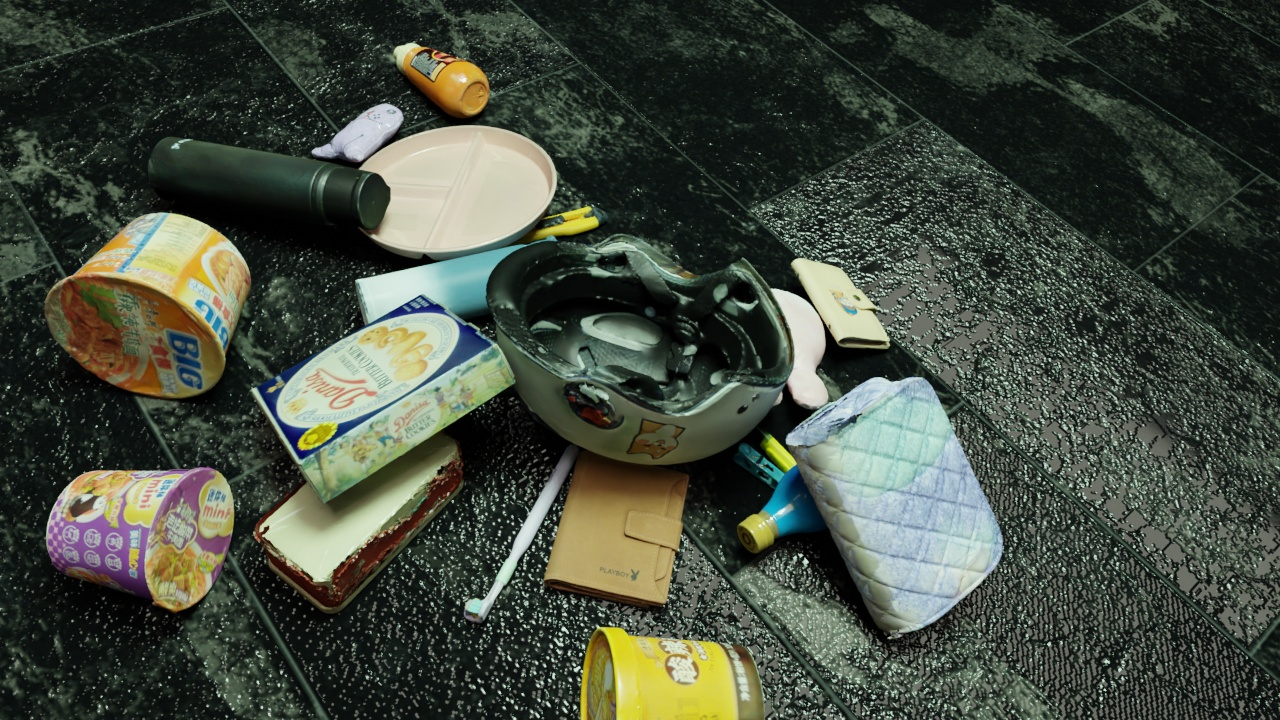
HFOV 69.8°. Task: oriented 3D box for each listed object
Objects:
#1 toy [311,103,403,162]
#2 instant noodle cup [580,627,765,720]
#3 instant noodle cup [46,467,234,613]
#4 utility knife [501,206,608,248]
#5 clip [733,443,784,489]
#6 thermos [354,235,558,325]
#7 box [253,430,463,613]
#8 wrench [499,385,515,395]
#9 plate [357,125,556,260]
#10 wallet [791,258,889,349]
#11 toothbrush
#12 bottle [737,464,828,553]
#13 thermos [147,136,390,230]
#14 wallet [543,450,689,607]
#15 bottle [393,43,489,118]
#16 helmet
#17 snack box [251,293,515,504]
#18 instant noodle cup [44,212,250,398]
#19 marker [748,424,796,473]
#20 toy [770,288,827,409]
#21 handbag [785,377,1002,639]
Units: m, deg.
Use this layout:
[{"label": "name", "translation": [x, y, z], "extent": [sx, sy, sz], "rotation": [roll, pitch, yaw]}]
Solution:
[{"label": "toy", "translation": [-0.323, -0.264, 1.072], "extent": [0.084, 0.039, 0.107], "rotation": [11, 51, 29]}, {"label": "instant noodle cup", "translation": [0.023, 0.260, 0.682], "extent": [0.114, 0.119, 0.118], "rotation": [4, 52, -14]}, {"label": "instant noodle cup", "translation": [-0.396, 0.134, 0.724], "extent": [0.099, 0.112, 0.111], "rotation": [7, 52, 6]}, {"label": "utility knife", "translation": [-0.120, -0.144, 1.023], "extent": [0.180, 0.015, 0.033], "rotation": [-18, 55, -20]}, {"label": "clip", "translation": [0.113, 0.101, 0.869], "extent": [0.057, 0.048, 0.014], "rotation": [37, 54, 11]}, {"label": "thermos", "translation": [-0.173, -0.074, 0.933], "extent": [0.220, 0.070, 0.070], "rotation": [-15, 57, -18]}, {"label": "box", "translation": [-0.231, 0.118, 0.773], "extent": [0.091, 0.076, 0.167], "rotation": [32, 56, 17]}, {"label": "wrench", "translation": [-0.192, 0.019, 0.890], "extent": [0.273, 0.016, 0.056], "rotation": [0, 57, -8]}, {"label": "plate", "translation": [-0.206, -0.186, 1.016], "extent": [0.229, 0.028, 0.229], "rotation": [-1, 46, 1]}, {"label": "wallet", "translation": [0.219, -0.061, 0.989], "extent": [0.087, 0.024, 0.115], "rotation": [6, 45, -37]}, {"label": "toothbrush", "translation": [-0.100, 0.146, 0.807], "extent": [0.021, 0.029, 0.188], "rotation": [48, 49, -22]}, {"label": "bottle", "translation": [0.181, 0.110, 0.843], "extent": [0.218, 0.065, 0.065], "rotation": [-28, 62, -25]}, {"label": "thermos", "translation": [-0.385, -0.185, 0.969], "extent": [0.243, 0.068, 0.089], "rotation": [11, 19, 11]}, {"label": "wallet", "translation": [-0.018, 0.148, 0.811], "extent": [0.108, 0.031, 0.131], "rotation": [12, 54, 3]}, {"label": "bottle", "translation": [-0.254, -0.355, 1.139], "extent": [0.149, 0.067, 0.066], "rotation": [35, 56, 26]}, {"label": "helmet", "translation": [-0.005, 0.005, 0.837], "extent": [0.274, 0.157, 0.229], "rotation": [7, 38, -3]}, {"label": "snack box", "translation": [-0.225, 0.023, 0.790], "extent": [0.182, 0.046, 0.178], "rotation": [-33, 32, -20]}, {"label": "instant noodle cup", "translation": [-0.436, -0.055, 0.837], "extent": [0.151, 0.152, 0.111], "rotation": [8, 44, -2]}, {"label": "marker", "translation": [0.112, 0.070, 0.894], "extent": [0.015, 0.018, 0.124], "rotation": [-27, 60, -31]}, {"label": "toy", "translation": [0.135, -0.013, 0.934], "extent": [0.121, 0.054, 0.159], "rotation": [5, 48, -10]}, {"label": "handbag", "translation": [0.217, 0.119, 0.782], "extent": [0.134, 0.076, 0.194], "rotation": [-31, 99, -25]}]
